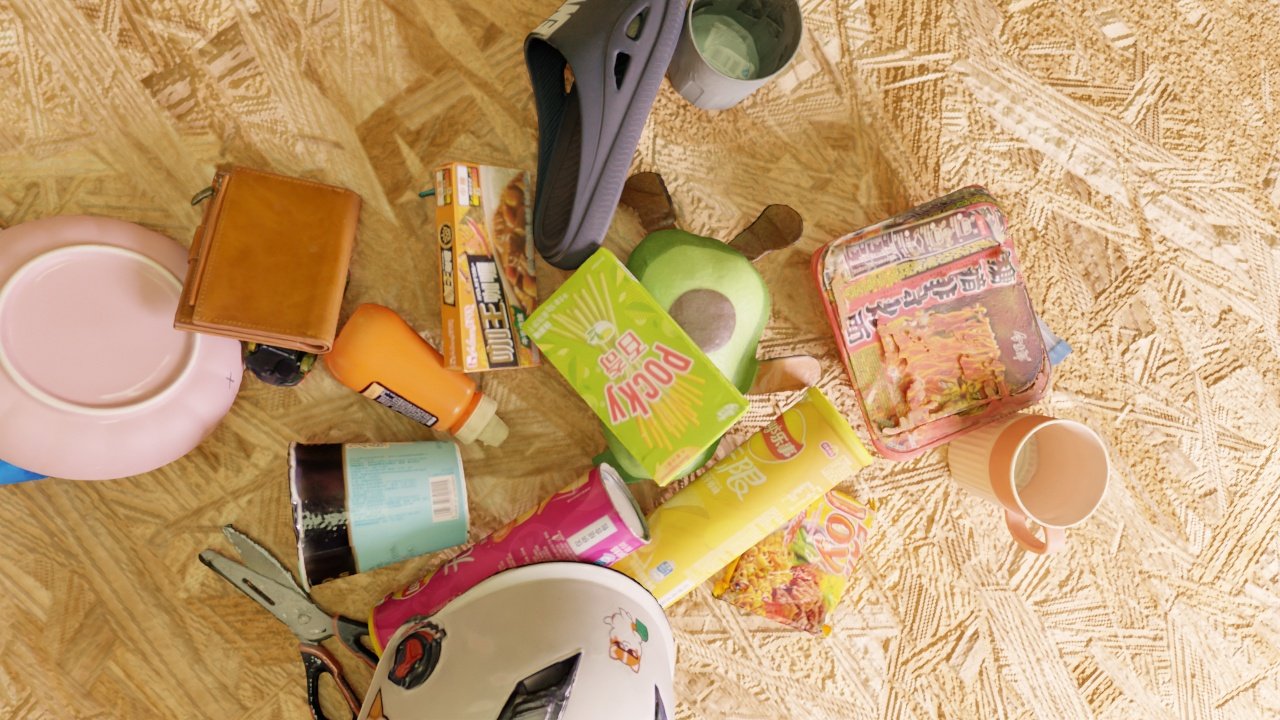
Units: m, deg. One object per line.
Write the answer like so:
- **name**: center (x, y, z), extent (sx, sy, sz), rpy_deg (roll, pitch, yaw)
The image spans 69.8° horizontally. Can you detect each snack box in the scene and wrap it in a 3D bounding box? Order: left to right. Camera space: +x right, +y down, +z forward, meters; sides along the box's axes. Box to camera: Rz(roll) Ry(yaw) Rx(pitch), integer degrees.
- **snack box**: center (-0.115, -0.069, 0.694), extent (0.075, 0.026, 0.154), rpy_deg (-6, 94, -47)
- **snack box**: center (-0.004, 0.004, 0.657), extent (0.086, 0.026, 0.156), rpy_deg (-42, 82, 9)

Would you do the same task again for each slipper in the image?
- **slipper**: center (-0.041, -0.202, 0.667), extent (0.083, 0.111, 0.268), rpy_deg (16, 92, -30)

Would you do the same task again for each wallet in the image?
- **wallet**: center (-0.271, -0.076, 0.658), extent (0.119, 0.035, 0.130), rpy_deg (9, 65, -12)

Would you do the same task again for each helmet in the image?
- **helmet**: center (-0.083, 0.287, 0.628), extent (0.230, 0.156, 0.274), rpy_deg (33, 107, -27)

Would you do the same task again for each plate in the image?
- **plate**: center (-0.368, -0.016, 0.624), extent (0.192, 0.039, 0.192), rpy_deg (14, 65, -31)

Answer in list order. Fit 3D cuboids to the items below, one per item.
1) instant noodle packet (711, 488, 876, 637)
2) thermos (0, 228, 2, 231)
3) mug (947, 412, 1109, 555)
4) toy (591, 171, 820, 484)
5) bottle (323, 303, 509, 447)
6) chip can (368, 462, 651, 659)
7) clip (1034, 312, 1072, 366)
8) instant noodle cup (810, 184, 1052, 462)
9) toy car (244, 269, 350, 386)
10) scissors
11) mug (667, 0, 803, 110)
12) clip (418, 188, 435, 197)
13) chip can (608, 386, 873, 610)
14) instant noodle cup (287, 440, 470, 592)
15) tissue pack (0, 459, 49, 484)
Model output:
- **instant noodle packet**: center (0.133, 0.156, 0.757), extent (0.110, 0.044, 0.128), rpy_deg (25, 89, -13)
- **thermos**: center (-0.430, -0.017, 0.649), extent (0.073, 0.073, 0.224), rpy_deg (-41, 98, -5)
- **mug**: center (0.314, 0.098, 0.748), extent (0.081, 0.106, 0.114), rpy_deg (-12, 95, -8)
- **toy**: center (0.032, -0.019, 0.709), extent (0.227, 0.090, 0.246), rpy_deg (12, 88, -3)
- **bottle**: center (-0.163, 0.019, 0.698), extent (0.149, 0.067, 0.066), rpy_deg (37, 87, -16)
- **chip can**: center (-0.097, 0.160, 0.687), extent (0.211, 0.071, 0.071), rpy_deg (-33, 97, 6)
- **clip**: center (0.342, -0.022, 0.791), extent (0.026, 0.042, 0.058), rpy_deg (-40, 95, -3)
- **instant noodle cup**: center (0.229, -0.029, 0.742), extent (0.164, 0.079, 0.189), rpy_deg (-21, 96, -7)
- **toy car**: center (-0.258, -0.031, 0.691), extent (0.049, 0.031, 0.106), rpy_deg (20, 79, -5)
- **scissors**: center (-0.255, 0.222, 0.715), extent (0.201, 0.015, 0.206), rpy_deg (4, 93, -9)
- **mug**: center (0.073, -0.258, 0.693), extent (0.083, 0.103, 0.124), rpy_deg (19, 89, -9)
- **clip**: center (-0.141, -0.127, 0.714), extent (0.054, 0.013, 0.033), rpy_deg (-28, 98, -4)
- **chip can**: center (0.073, 0.111, 0.707), extent (0.213, 0.072, 0.072), rpy_deg (-39, 98, 9)
- **instant noodle cup**: center (-0.191, 0.106, 0.681), extent (0.120, 0.111, 0.111), rpy_deg (-7, 94, -17)
- **tissue pack**: center (-0.484, 0.062, 0.633), extent (0.157, 0.095, 0.052), rpy_deg (-3, 88, -9)
